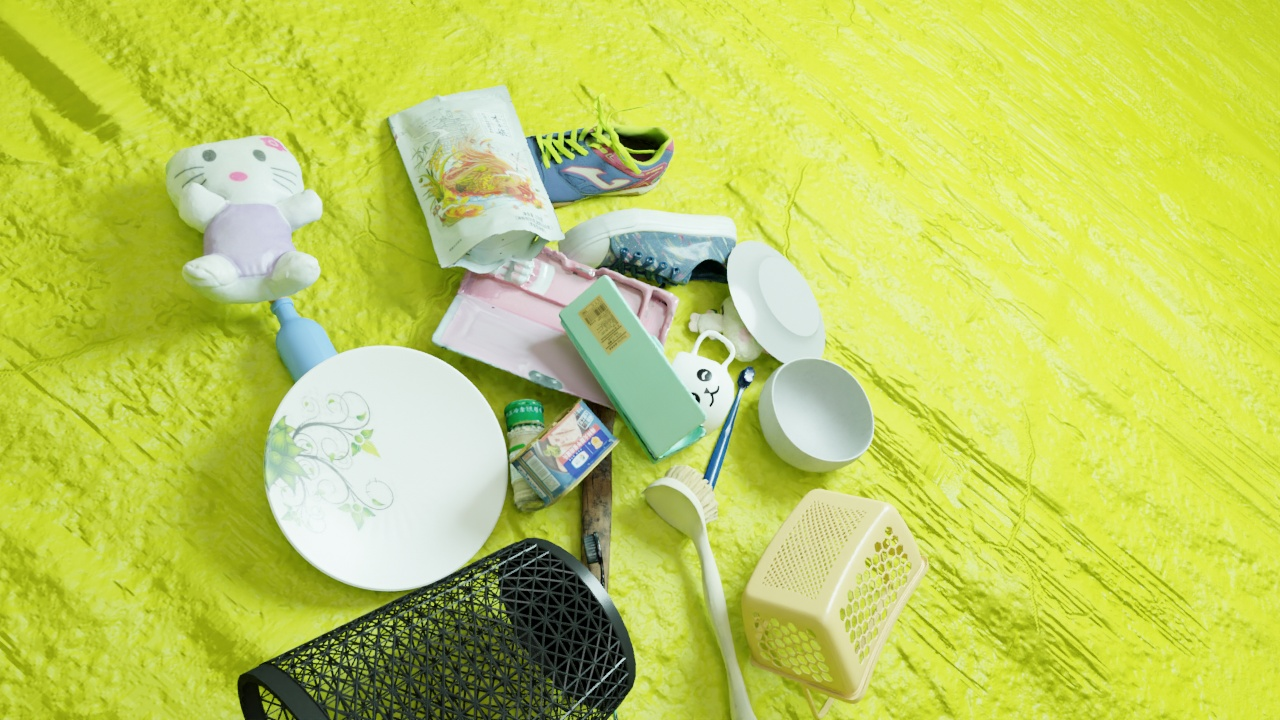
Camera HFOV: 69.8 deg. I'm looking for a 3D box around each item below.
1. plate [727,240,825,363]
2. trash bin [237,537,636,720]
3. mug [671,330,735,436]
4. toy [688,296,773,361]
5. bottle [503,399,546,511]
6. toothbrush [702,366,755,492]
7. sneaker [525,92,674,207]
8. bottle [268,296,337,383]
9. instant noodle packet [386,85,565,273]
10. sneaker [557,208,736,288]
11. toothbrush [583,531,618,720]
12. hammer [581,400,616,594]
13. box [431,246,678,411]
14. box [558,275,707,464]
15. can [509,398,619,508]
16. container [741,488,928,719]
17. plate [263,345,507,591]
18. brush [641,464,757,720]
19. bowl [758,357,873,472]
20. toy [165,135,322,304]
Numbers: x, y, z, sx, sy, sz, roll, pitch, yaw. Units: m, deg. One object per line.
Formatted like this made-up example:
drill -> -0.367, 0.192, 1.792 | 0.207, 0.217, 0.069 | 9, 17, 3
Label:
plate -> 0.173, -0.074, 1.111 | 0.172, 0.019, 0.172 | 24, 50, -33
trash bin -> -0.145, 0.271, 0.724 | 0.242, 0.218, 0.217 | -29, 76, -39
mug -> 0.066, 0.026, 1.000 | 0.076, 0.090, 0.123 | 27, 74, 3
toy -> 0.117, -0.039, 1.091 | 0.112, 0.050, 0.087 | 16, 56, -28
bottle -> -0.112, 0.095, 0.924 | 0.042, 0.043, 0.109 | 1, 64, -22
toothbrush -> 0.098, 0.081, 1.032 | 0.016, 0.017, 0.189 | 27, 56, -6
sneaker -> -0.074, -0.254, 1.102 | 0.241, 0.091, 0.116 | -8, 69, -25
bottle -> -0.325, -0.010, 0.891 | 0.048, 0.048, 0.131 | -25, 74, -31
instant noodle packet -> -0.185, -0.213, 1.017 | 0.146, 0.057, 0.269 | -16, 56, -13
sneaker -> 0.020, -0.124, 1.077 | 0.235, 0.088, 0.079 | -5, 70, -28
toothbrush -> -0.036, 0.251, 0.854 | 0.017, 0.014, 0.187 | -6, 64, -5
hammer -> -0.052, 0.159, 0.923 | 0.120, 0.033, 0.329 | 8, 60, -13
box -> -0.089, -0.036, 0.989 | 0.233, 0.055, 0.179 | 21, 56, -3
box -> -0.006, 0.004, 0.914 | 0.077, 0.079, 0.188 | -24, 71, -26
can -> -0.074, 0.089, 0.891 | 0.059, 0.054, 0.099 | 49, 48, -3
container -> 0.196, 0.245, 0.927 | 0.182, 0.129, 0.167 | -49, 129, -34
plate -> -0.236, 0.100, 0.864 | 0.229, 0.030, 0.229 | 11, 70, -30
brush -> 0.070, 0.234, 0.920 | 0.077, 0.062, 0.272 | -10, 71, -22
bowl -> 0.194, 0.068, 1.050 | 0.131, 0.065, 0.131 | 10, 60, -17
toy -> -0.385, -0.139, 0.901 | 0.137, 0.086, 0.209 | -9, 53, -23
